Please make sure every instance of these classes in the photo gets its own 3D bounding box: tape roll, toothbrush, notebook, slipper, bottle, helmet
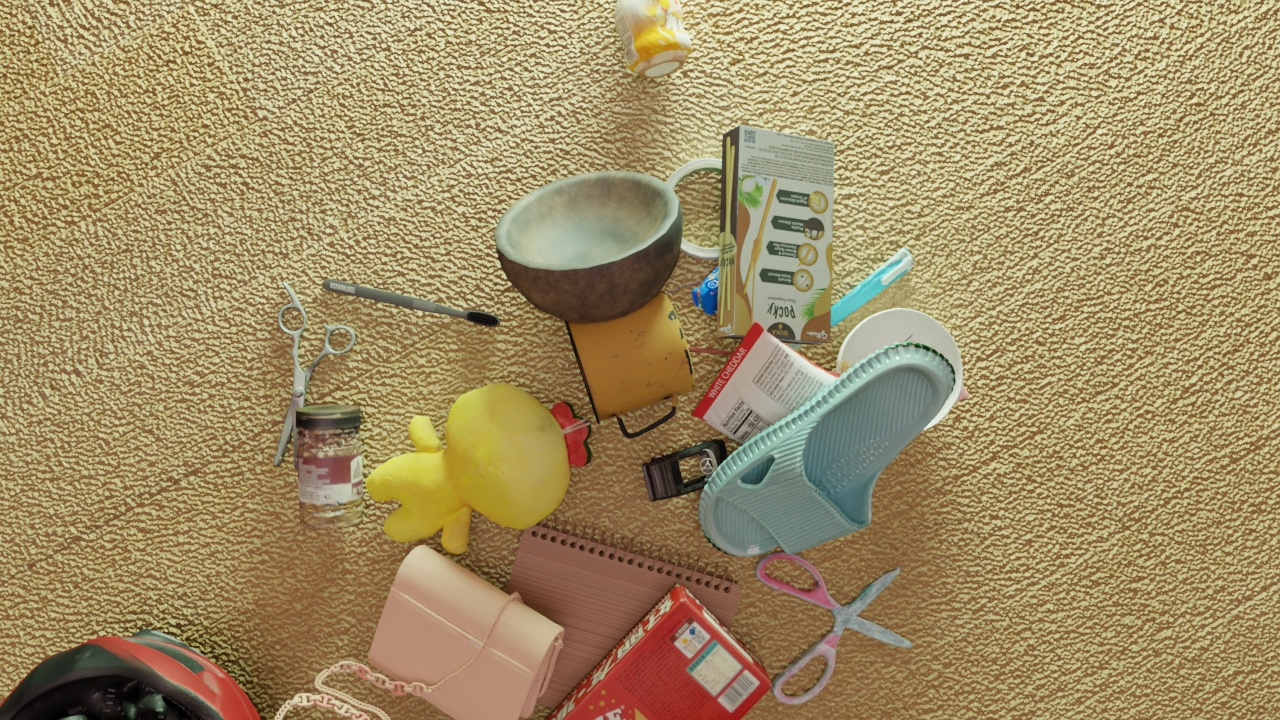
[{"bbox_3d":[0.064,-0.142,0.861,0.094,0.018,0.094,0,90,-2],"label":"tape roll"},{"bbox_3d":[0.120,-0.002,0.837,0.185,0.015,0.015,9,90,19],"label":"toothbrush"},{"bbox_3d":[-0.026,0.249,0.857,0.210,0.022,0.169,17,90,-3],"label":"notebook"},{"bbox_3d":[0.156,0.092,0.786,0.116,0.069,0.277,35,117,-20],"label":"slipper"},{"bbox_3d":[-0.278,0.095,0.824,0.056,0.056,0.105,0,95,-3],"label":"bottle"},{"bbox_3d":[0.006,-0.317,0.836,0.063,0.063,0.109,-16,90,-3],"label":"bottle"},{"bbox_3d":[-0.213,-0.053,0.853,0.167,0.013,0.013,12,90,0],"label":"toothbrush"},{"bbox_3d":[-0.413,0.359,0.767,0.217,0.167,0.272,-23,91,-3],"label":"helmet"}]

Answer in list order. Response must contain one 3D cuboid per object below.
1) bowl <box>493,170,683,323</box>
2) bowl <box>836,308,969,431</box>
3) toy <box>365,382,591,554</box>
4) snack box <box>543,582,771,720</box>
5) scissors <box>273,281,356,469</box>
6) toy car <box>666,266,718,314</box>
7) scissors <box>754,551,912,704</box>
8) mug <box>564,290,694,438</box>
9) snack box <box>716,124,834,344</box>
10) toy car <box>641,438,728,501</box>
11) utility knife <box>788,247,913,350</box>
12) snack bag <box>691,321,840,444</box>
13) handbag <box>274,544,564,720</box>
[{"bbox_3d":[-0.041,-0.095,0.798,0.162,0.162,0.070,-14,129,-3],"label":"bowl"},{"bbox_3d":[0.234,0.010,0.853,0.114,0.050,0.114,0,90,-3],"label":"bowl"},{"bbox_3d":[-0.147,0.098,0.820,0.208,0.092,0.134,-23,93,17],"label":"toy"},{"bbox_3d":[-0.006,0.325,0.819,0.113,0.060,0.236,44,90,-3],"label":"snack box"},{"bbox_3d":[-0.323,0.014,0.846,0.120,0.014,0.159,37,85,-3],"label":"scissors"},{"bbox_3d":[0.061,-0.076,0.862,0.091,0.033,0.062,-43,48,-20],"label":"toy car"},{"bbox_3d":[0.175,0.255,0.872,0.170,0.013,0.175,25,88,-6],"label":"scissors"},{"bbox_3d":[-0.005,0.005,0.814,0.094,0.101,0.123,-18,71,-5],"label":"mug"},{"bbox_3d":[0.124,-0.111,0.834,0.101,0.032,0.186,4,86,-24],"label":"snack box"},{"bbox_3d":[0.045,0.100,0.838,0.092,0.037,0.040,-13,89,-35],"label":"toy car"},{"bbox_3d":[0.197,-0.055,0.869,0.149,0.015,0.022,-36,114,-1],"label":"utility knife"},{"bbox_3d":[0.136,0.044,0.827,0.144,0.039,0.131,28,132,-3],"label":"snack bag"},{"bbox_3d":[-0.161,0.259,0.749,0.199,0.186,0.117,26,110,15],"label":"handbag"}]
